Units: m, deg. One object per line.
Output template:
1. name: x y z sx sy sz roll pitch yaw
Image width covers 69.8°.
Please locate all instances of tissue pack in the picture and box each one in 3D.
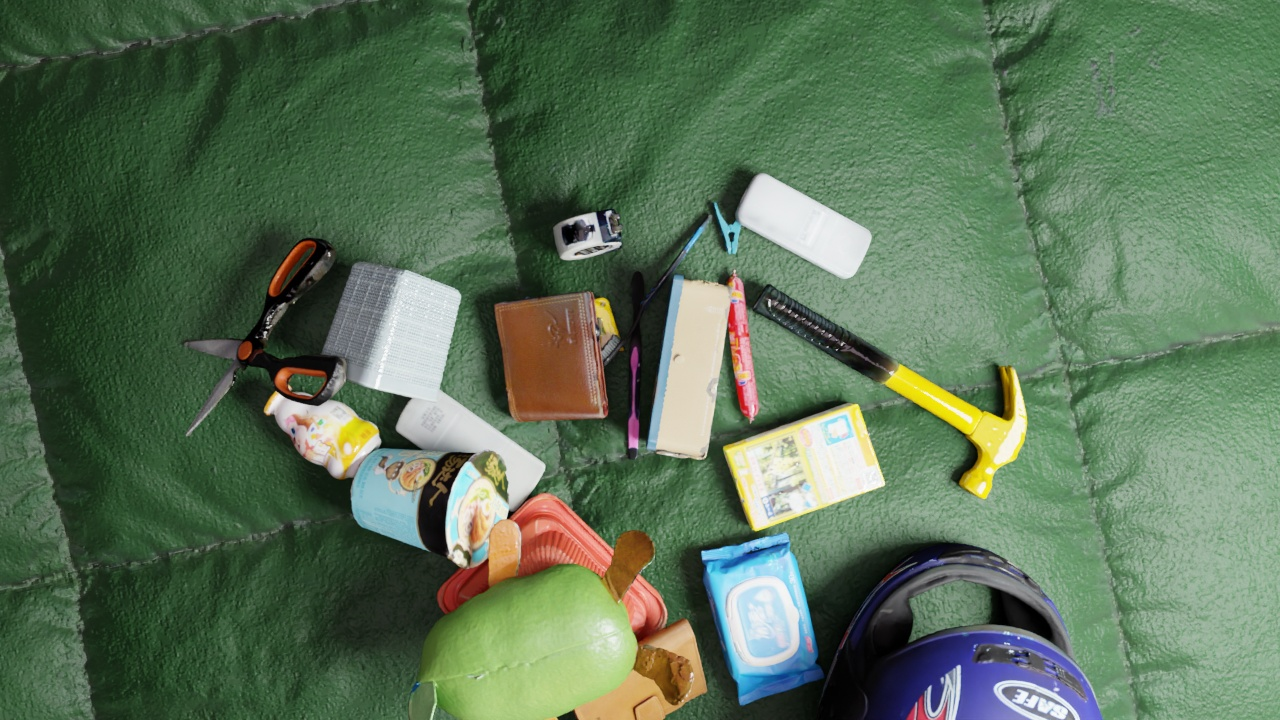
1. tissue pack: 0.120 0.254 0.900 0.095 0.052 0.157 -14 90 -1

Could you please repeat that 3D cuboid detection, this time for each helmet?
1. helmet: 0.287 0.331 0.812 0.247 0.240 0.315 20 89 -3

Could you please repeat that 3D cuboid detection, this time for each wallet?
1. wallet: -0.002 0.313 0.877 0.131 0.031 0.108 -24 127 -15
2. wallet: -0.085 -0.002 0.888 0.101 0.032 0.124 -7 93 22

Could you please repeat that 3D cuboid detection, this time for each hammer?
1. hammer: 0.248 0.011 0.913 0.301 0.033 0.128 30 89 -1

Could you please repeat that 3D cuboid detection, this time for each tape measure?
1. tape measure: -0.051 -0.121 0.891 0.066 0.066 0.033 -13 86 -3
2. tape measure: -0.049 -0.029 0.910 0.057 0.029 0.060 -18 90 0

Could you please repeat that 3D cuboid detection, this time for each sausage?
1. sausage: 0.101 -0.014 0.918 0.020 0.020 0.156 -7 90 -1

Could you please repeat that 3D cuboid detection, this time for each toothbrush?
1. toothbrush: 0.015 -0.073 0.905 0.016 0.014 0.189 36 80 -1
2. toothbrush: -0.005 0.005 0.920 0.014 0.018 0.189 1 93 -2

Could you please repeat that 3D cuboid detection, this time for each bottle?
1. bottle: -0.308 0.066 0.888 0.108 0.063 0.063 34 89 0

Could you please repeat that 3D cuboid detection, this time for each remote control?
1. remote control: -0.169 0.086 0.911 0.150 0.021 0.058 36 91 -1
2. remote control: 0.162 -0.133 0.913 0.136 0.020 0.056 27 85 -7

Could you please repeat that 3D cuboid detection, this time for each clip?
1. clip: 0.090 -0.134 0.920 0.034 0.013 0.054 -7 90 0

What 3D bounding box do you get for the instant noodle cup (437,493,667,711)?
1. instant noodle cup: -0.085 0.245 0.884 0.189 0.079 0.164 44 93 -5

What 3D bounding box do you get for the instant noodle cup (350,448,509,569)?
1. instant noodle cup: -0.202 0.130 0.862 0.120 0.111 0.111 7 90 20

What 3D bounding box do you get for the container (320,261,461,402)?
1. container: -0.234 -0.028 0.865 0.090 0.089 0.111 13 87 36

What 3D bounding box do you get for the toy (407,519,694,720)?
1. toy: -0.086 0.247 0.800 0.247 0.090 0.227 -16 83 5

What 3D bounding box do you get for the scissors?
1. scissors: -0.348 -0.014 0.861 0.221 0.021 0.234 27 85 33

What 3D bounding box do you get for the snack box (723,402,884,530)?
1. snack box: 0.162 0.105 0.912 0.140 0.034 0.087 -20 90 -3

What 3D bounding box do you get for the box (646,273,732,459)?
1. box: 0.046 0.000 0.883 0.061 0.090 0.184 7 87 -1
